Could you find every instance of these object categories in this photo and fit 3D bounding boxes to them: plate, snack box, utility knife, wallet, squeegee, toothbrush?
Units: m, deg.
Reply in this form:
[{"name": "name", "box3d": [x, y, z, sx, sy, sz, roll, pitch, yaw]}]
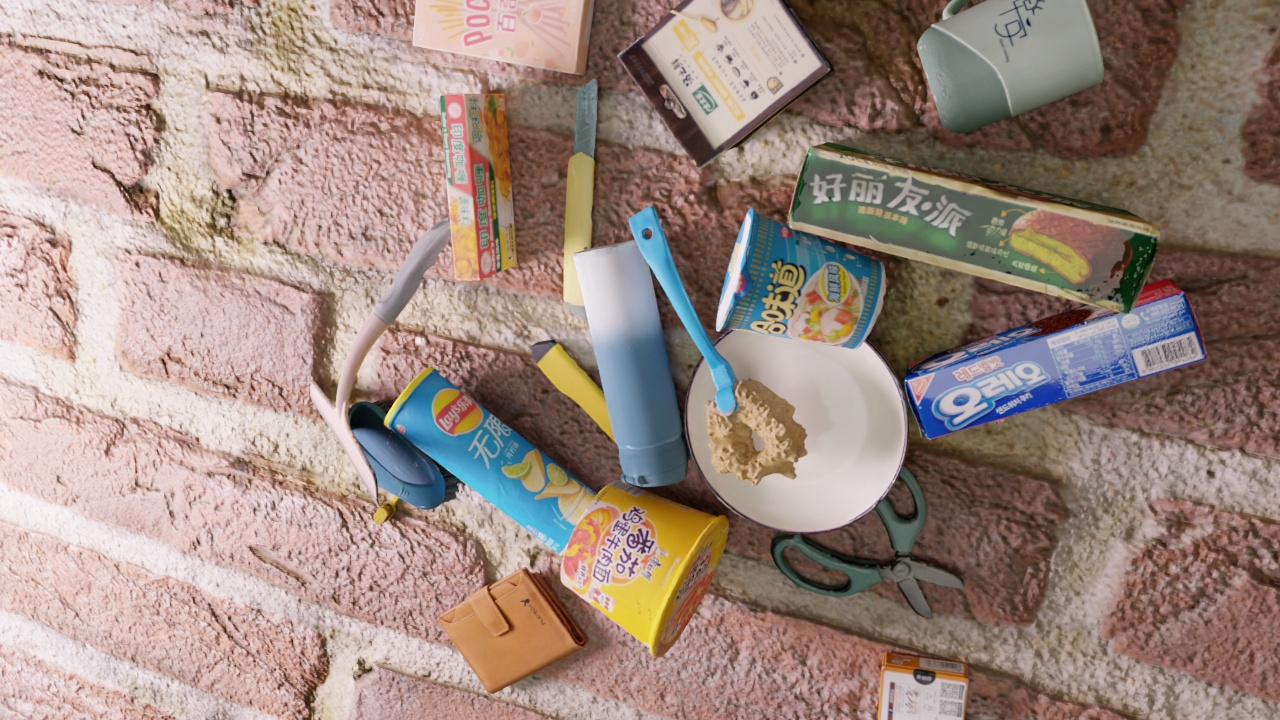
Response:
[{"name": "plate", "box3d": [0.133, 0.052, 0.784, 0.193, 0.039, 0.192, 4, 100, 24]}, {"name": "snack box", "box3d": [0.068, -0.235, 0.724, 0.126, 0.053, 0.113, -35, 93, 25]}, {"name": "utility knife", "box3d": [-0.052, -0.138, 0.811, 0.031, 0.022, 0.213, 9, 115, 14]}, {"name": "wallet", "box3d": [-0.136, 0.281, 0.959, 0.132, 0.031, 0.108, -32, 95, 23]}, {"name": "utility knife", "box3d": [-0.040, 0.043, 0.863, 0.170, 0.015, 0.033, 47, 120, 0]}, {"name": "squeegee", "box3d": [-0.240, -0.031, 0.858, 0.248, 0.040, 0.249, 32, 95, 53]}, {"name": "toothbrush", "box3d": [-0.225, 0.104, 0.942, 0.015, 0.016, 0.190, 41, 114, 4]}, {"name": "snack box", "box3d": [0.236, -0.103, 0.673, 0.240, 0.114, 0.063, 17, 109, 14]}, {"name": "snack box", "box3d": [-0.141, -0.154, 0.805, 0.027, 0.076, 0.156, 3, 107, 17]}, {"name": "snack box", "box3d": [-0.117, -0.299, 0.782, 0.157, 0.026, 0.084, 14, 110, 14]}, {"name": "snack box", "box3d": [0.311, 0.001, 0.709, 0.208, 0.058, 0.057, -21, 98, 22]}, {"name": "snack box", "box3d": [0.257, 0.347, 0.846, 0.075, 0.026, 0.154, 4, 107, 17]}]

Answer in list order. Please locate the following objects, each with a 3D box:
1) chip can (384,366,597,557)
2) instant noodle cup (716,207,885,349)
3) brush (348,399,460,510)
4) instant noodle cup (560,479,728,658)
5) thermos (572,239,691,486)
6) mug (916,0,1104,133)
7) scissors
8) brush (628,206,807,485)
[{"name": "chip can", "box3d": [-0.137, 0.096, 0.871, 0.210, 0.071, 0.071, 37, 114, 0]}, {"name": "instant noodle cup", "box3d": [0.123, -0.055, 0.703, 0.110, 0.099, 0.099, 16, 111, -2]}, {"name": "brush", "box3d": [-0.244, 0.093, 0.900, 0.144, 0.073, 0.055, 40, 116, 23]}, {"name": "instant noodle cup", "box3d": [0.001, 0.180, 0.830, 0.110, 0.137, 0.138, 24, 112, 19]}, {"name": "thermos", "box3d": [-0.005, 0.005, 0.809, 0.070, 0.070, 0.220, -9, 101, 21]}, {"name": "mug", "box3d": [0.256, -0.228, 0.654, 0.106, 0.082, 0.111, -18, 69, 23]}, {"name": "scissors", "box3d": [0.204, 0.149, 0.811, 0.170, 0.019, 0.181, 11, 108, 17]}, {"name": "brush", "box3d": [0.056, -0.010, 0.758, 0.083, 0.045, 0.254, -27, 90, 27]}]
